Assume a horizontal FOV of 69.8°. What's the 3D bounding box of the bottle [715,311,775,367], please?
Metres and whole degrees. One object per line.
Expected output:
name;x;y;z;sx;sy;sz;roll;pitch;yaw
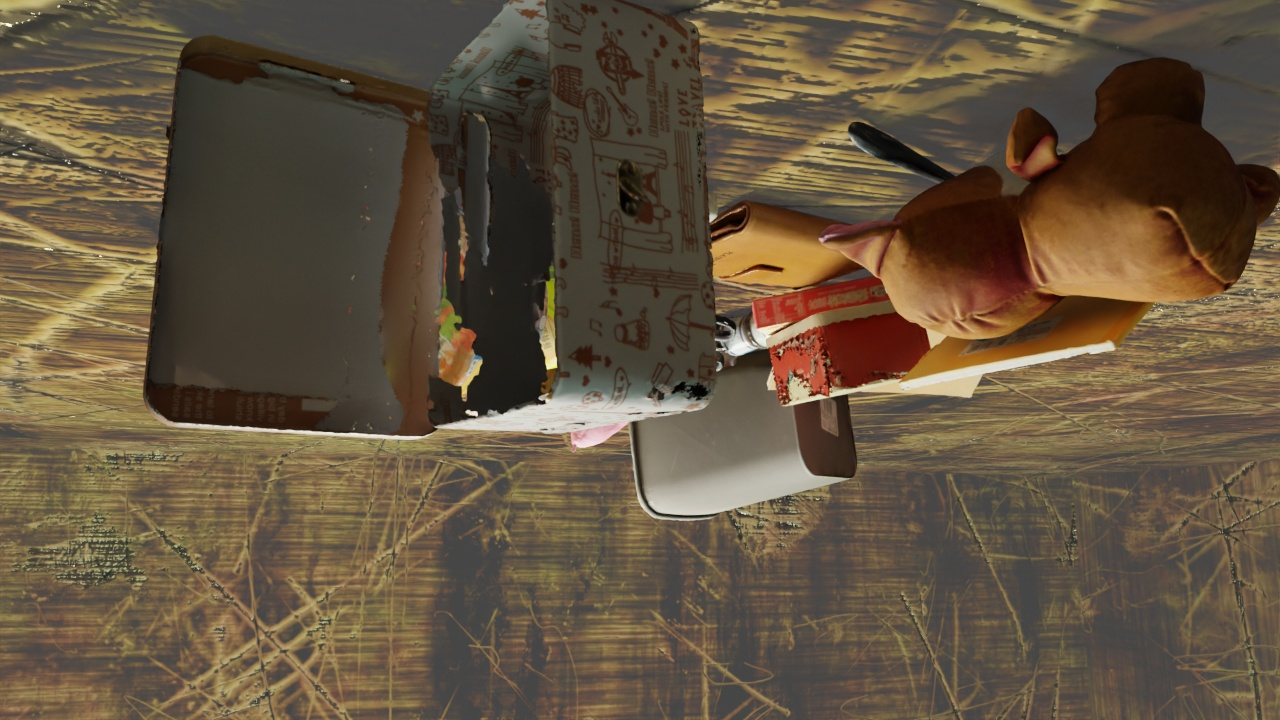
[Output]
bottle;0.072;-0.018;0.952;0.079;0.044;0.195;20;158;-34

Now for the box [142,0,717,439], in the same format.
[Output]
box;-0.087;-0.062;0.390;0.205;0.180;0.158;6;169;-29

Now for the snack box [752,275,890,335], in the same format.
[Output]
snack box;0.172;-0.049;0.753;0.153;0.025;0.075;-11;175;14

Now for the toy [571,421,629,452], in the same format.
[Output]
toy;-0.005;0.005;0.781;0.074;0.178;0.194;39;179;2

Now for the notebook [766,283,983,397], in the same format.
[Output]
notebook;0.238;-0.017;0.868;0.211;0.012;0.150;2;141;-5

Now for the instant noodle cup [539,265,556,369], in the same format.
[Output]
instant noodle cup;-0.104;-0.034;0.746;0.123;0.111;0.112;-6;171;-13

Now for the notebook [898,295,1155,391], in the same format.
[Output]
notebook;0.270;-0.048;0.569;0.205;0.010;0.146;-36;-170;-31

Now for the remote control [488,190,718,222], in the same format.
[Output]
remote control;-0.027;-0.102;0.583;0.150;0.021;0.058;5;168;-25

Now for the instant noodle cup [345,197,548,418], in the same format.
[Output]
instant noodle cup;-0.138;-0.039;0.600;0.152;0.151;0.111;-4;-179;22

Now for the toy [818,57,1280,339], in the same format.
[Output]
toy;0.210;-0.073;0.490;0.140;0.130;0.200;37;141;-24

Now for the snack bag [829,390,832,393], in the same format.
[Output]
snack bag;0.254;0.004;1.024;0.129;0.073;0.207;-2;175;35

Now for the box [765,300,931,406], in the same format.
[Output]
box;0.162;0.004;0.732;0.091;0.077;0.168;-10;175;-6

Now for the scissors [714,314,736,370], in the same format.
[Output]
scissors;0.010;-0.025;0.892;0.164;0.014;0.165;-16;138;32

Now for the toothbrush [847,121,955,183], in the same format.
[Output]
toothbrush;0.175;-0.111;0.548;0.180;0.015;0.018;10;174;-43

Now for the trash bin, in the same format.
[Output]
trash bin;0.129;0.085;1.130;0.220;0.199;0.198;-15;163;34

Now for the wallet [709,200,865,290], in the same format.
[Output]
wallet;0.099;-0.080;0.670;0.131;0.031;0.108;8;165;-31

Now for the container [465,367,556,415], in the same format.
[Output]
container;-0.122;0.012;0.933;0.089;0.090;0.111;13;156;-29
